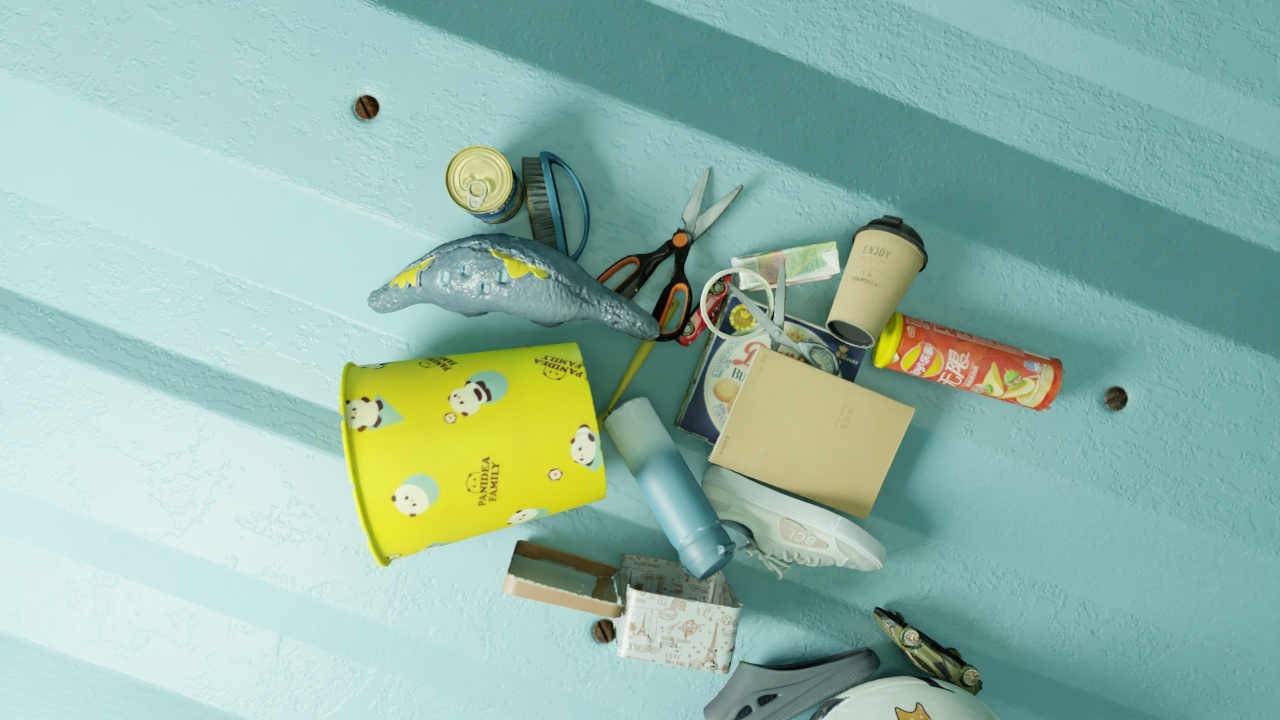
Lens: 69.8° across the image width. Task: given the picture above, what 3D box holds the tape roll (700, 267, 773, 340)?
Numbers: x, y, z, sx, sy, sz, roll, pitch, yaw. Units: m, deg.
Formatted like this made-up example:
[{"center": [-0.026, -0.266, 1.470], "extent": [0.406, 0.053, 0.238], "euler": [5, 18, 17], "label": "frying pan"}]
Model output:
[{"center": [0.114, -0.067, 1.079], "extent": [0.086, 0.014, 0.086], "euler": [0, 99, -3], "label": "tape roll"}]

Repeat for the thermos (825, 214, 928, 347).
[{"center": [0.275, -0.091, 1.084], "extent": [0.093, 0.093, 0.143], "euler": [30, 74, -3], "label": "thermos"}]

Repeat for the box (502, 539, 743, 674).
[{"center": [-0.027, 0.271, 1.054], "extent": [0.260, 0.177, 0.082], "euler": [12, 90, -4], "label": "box"}]

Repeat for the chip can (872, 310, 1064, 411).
[{"center": [0.397, 0.001, 1.115], "extent": [0.216, 0.073, 0.073], "euler": [15, 91, -3], "label": "chip can"}]

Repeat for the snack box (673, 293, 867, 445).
[{"center": [0.157, 0.032, 1.120], "extent": [0.178, 0.046, 0.182], "euler": [21, 91, -3], "label": "snack box"}]

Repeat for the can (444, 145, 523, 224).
[{"center": [-0.179, -0.202, 1.068], "extent": [0.075, 0.111, 0.075], "euler": [0, 92, 0], "label": "can"}]

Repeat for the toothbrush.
[{"center": [-0.007, 0.007, 1.128], "extent": [0.015, 0.016, 0.190], "euler": [31, 89, -2], "label": "toothbrush"}]

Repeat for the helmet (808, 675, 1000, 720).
[{"center": [0.306, 0.452, 1.070], "extent": [0.274, 0.230, 0.156], "euler": [-4, 52, 16], "label": "helmet"}]

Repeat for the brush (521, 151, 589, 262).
[{"center": [-0.098, -0.180, 1.098], "extent": [0.073, 0.055, 0.144], "euler": [-10, 92, 1], "label": "brush"}]

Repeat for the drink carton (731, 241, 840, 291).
[{"center": [0.176, -0.113, 1.112], "extent": [0.122, 0.053, 0.045], "euler": [-10, 95, -2], "label": "drink carton"}]

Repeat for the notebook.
[{"center": [0.205, 0.087, 1.090], "extent": [0.211, 0.012, 0.149], "euler": [22, 96, -10], "label": "notebook"}]

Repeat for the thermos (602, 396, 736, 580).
[{"center": [0.033, 0.149, 1.071], "extent": [0.070, 0.070, 0.220], "euler": [-30, 70, -1], "label": "thermos"}]

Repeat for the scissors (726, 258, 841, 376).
[{"center": [0.165, -0.028, 1.076], "extent": [0.159, 0.014, 0.181], "euler": [12, 100, -9], "label": "scissors"}]

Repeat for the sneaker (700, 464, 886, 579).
[{"center": [0.175, 0.214, 1.100], "extent": [0.242, 0.090, 0.090], "euler": [23, 75, 1], "label": "sneaker"}]

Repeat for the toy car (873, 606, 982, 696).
[{"center": [0.349, 0.355, 1.125], "extent": [0.158, 0.070, 0.042], "euler": [35, 91, 0], "label": "toy car"}]

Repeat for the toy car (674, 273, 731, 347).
[{"center": [0.079, -0.062, 1.112], "extent": [0.031, 0.049, 0.106], "euler": [35, 90, -4], "label": "toy car"}]

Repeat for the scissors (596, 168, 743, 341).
[{"center": [0.046, -0.120, 1.107], "extent": [0.225, 0.021, 0.204], "euler": [-26, 68, 7], "label": "scissors"}]

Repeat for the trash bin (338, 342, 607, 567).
[{"center": [-0.180, 0.091, 1.028], "extent": [0.255, 0.230, 0.229], "euler": [-11, 92, -7], "label": "trash bin"}]

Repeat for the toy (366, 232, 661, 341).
[{"center": [-0.150, -0.083, 1.055], "extent": [0.356, 0.138, 0.091], "euler": [8, 50, 4], "label": "toy"}]

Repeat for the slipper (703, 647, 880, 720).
[{"center": [0.156, 0.393, 1.110], "extent": [0.268, 0.111, 0.083], "euler": [-23, 76, -6], "label": "slipper"}]
